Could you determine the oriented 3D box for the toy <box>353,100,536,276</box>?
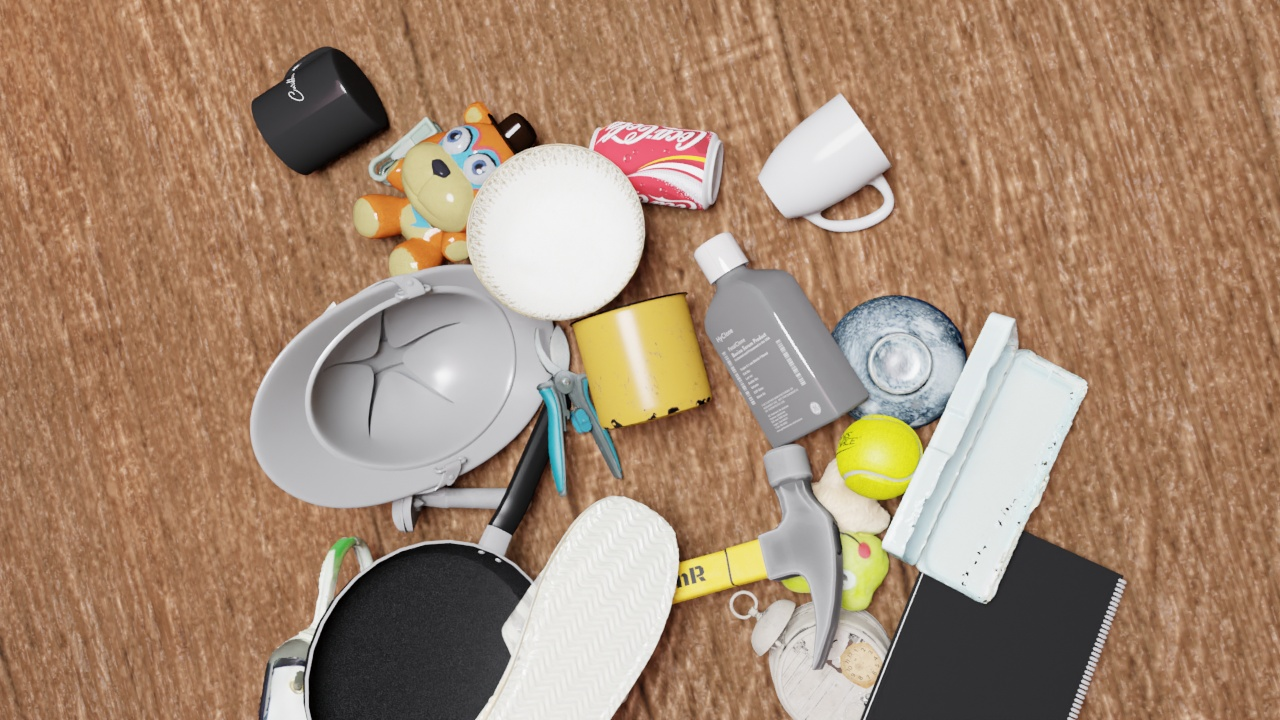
[{"bbox_3d":[-0.162,-0.147,0.797,0.176,0.096,0.112,-39,76,-2],"label":"toy"}]

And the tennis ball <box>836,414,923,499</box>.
[{"bbox_3d":[0.186,0.075,0.714,0.065,0.065,0.065,0,91,11],"label":"tennis ball"}]

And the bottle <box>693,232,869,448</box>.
[{"bbox_3d":[0.102,-0.023,0.743,0.174,0.046,0.084,60,143,6],"label":"bottle"}]

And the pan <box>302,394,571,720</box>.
[{"bbox_3d":[-0.137,0.183,0.757,0.204,0.044,0.354,31,64,-20],"label":"pan"}]

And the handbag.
[{"bbox_3d":[-0.248,0.239,0.784,0.074,0.151,0.176,6,91,11],"label":"handbag"}]

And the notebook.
[{"bbox_3d":[0.273,0.234,0.714,0.149,0.016,0.206,24,82,3],"label":"notebook"}]

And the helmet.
[{"bbox_3d":[-0.209,0.009,0.771,0.118,0.270,0.183,18,123,46],"label":"helmet"}]

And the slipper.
[{"bbox_3d":[-0.058,0.237,0.720,0.114,0.054,0.272,26,78,0],"label":"slipper"}]

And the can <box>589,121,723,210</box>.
[{"bbox_3d":[0.013,-0.164,0.770,0.105,0.064,0.064,10,92,11],"label":"can"}]

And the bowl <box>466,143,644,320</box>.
[{"bbox_3d":[-0.064,-0.098,0.753,0.145,0.063,0.145,-1,81,7],"label":"bowl"}]

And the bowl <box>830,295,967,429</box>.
[{"bbox_3d":[0.206,0.003,0.735,0.114,0.060,0.114,0,91,10],"label":"bowl"}]

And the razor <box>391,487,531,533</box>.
[{"bbox_3d":[-0.155,0.122,0.812,0.116,0.088,0.047,2,94,-8],"label":"razor"}]

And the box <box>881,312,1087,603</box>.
[{"bbox_3d":[0.262,0.075,0.699,0.126,0.074,0.197,28,85,-11],"label":"box"}]

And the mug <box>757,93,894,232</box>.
[{"bbox_3d":[0.155,-0.146,0.747,0.090,0.071,0.107,-35,112,18],"label":"mug"}]

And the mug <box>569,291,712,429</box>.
[{"bbox_3d":[-0.005,0.005,0.766,0.124,0.100,0.094,-16,89,51],"label":"mug"}]

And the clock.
[{"bbox_3d":[0.140,0.242,0.751,0.157,0.061,0.103,35,96,7],"label":"clock"}]

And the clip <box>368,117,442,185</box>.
[{"bbox_3d":[-0.212,-0.189,0.834,0.076,0.042,0.023,-38,82,8],"label":"clip"}]

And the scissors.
[{"bbox_3d":[-0.060,0.050,0.794,0.156,0.019,0.124,39,63,-17],"label":"scissors"}]

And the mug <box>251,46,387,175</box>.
[{"bbox_3d":[-0.292,-0.236,0.831,0.088,0.078,0.113,-28,59,10],"label":"mug"}]

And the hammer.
[{"bbox_3d":[0.013,0.195,0.764,0.325,0.034,0.169,-21,66,21],"label":"hammer"}]

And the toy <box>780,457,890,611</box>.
[{"bbox_3d":[0.163,0.141,0.754,0.092,0.043,0.118,16,92,14],"label":"toy"}]
